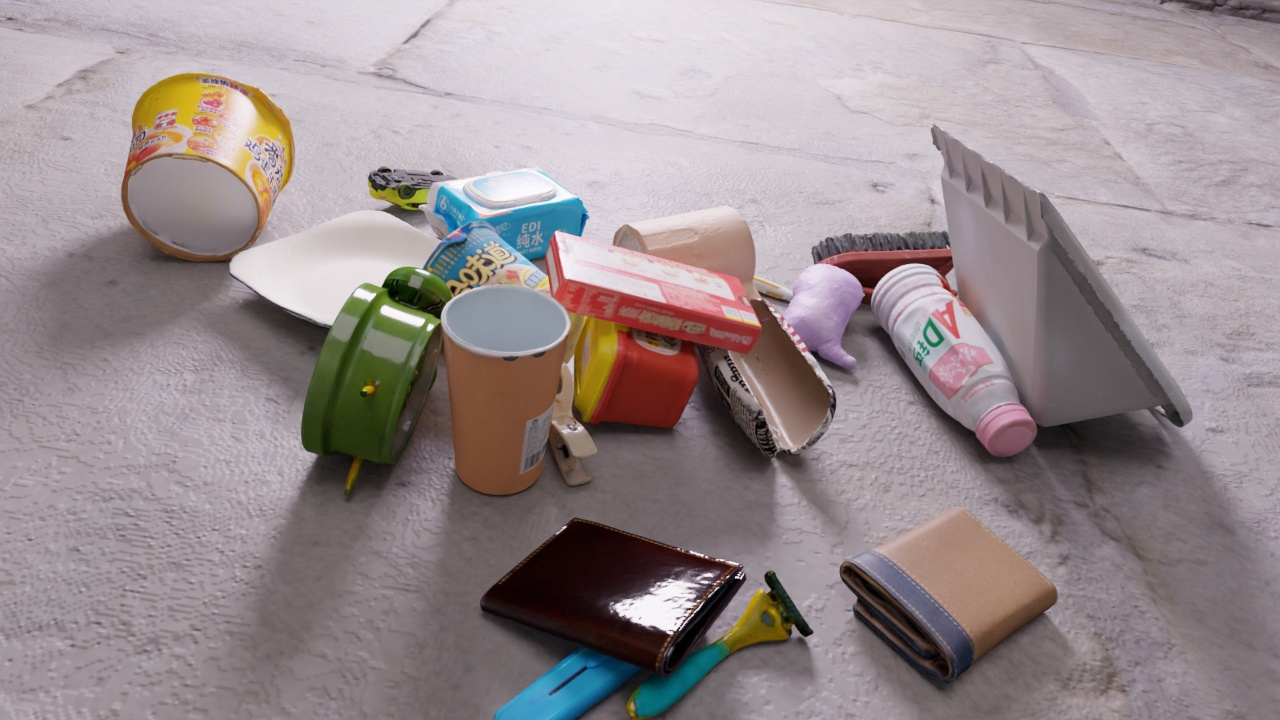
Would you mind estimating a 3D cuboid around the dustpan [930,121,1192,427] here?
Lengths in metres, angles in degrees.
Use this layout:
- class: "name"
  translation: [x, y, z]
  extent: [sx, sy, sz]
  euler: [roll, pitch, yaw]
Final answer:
- class: "dustpan"
  translation: [0.348, -0.059, 0.738]
  extent: [0.143, 0.258, 0.222]
  euler: [-13, 27, 3]

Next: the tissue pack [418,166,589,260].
- class: "tissue pack"
  translation: [-0.127, -0.137, 0.865]
  extent: [0.139, 0.063, 0.090]
  euler: [-18, 43, -34]

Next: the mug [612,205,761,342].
- class: "mug"
  translation: [0.044, -0.072, 0.809]
  extent: [0.103, 0.084, 0.124]
  euler: [-13, 67, -26]

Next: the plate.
- class: "plate"
  translation: [-0.233, -0.068, 0.764]
  extent: [0.164, 0.034, 0.163]
  euler: [26, 39, 28]

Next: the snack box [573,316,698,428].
- class: "snack box"
  translation: [-0.004, 0.004, 0.684]
  extent: [0.080, 0.082, 0.091]
  euler: [15, 34, -15]

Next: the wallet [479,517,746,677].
- class: "wallet"
  translation: [-0.015, 0.129, 0.523]
  extent: [0.122, 0.020, 0.096]
  euler: [10, 26, 31]

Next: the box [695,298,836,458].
- class: "box"
  translation: [0.078, 0.006, 0.698]
  extent: [0.087, 0.076, 0.162]
  euler: [16, 31, -30]

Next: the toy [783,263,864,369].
- class: "toy"
  translation: [0.161, -0.043, 0.806]
  extent: [0.084, 0.039, 0.107]
  euler: [19, 54, 12]

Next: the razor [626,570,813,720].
- class: "razor"
  translation: [0.040, 0.162, 0.504]
  extent: [0.132, 0.028, 0.043]
  euler: [-21, 74, -40]

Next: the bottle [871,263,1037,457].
- class: "bottle"
  translation: [0.258, -0.002, 0.758]
  extent: [0.068, 0.068, 0.196]
  euler: [-1, 40, -14]

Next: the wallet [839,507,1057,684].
- class: "wallet"
  translation: [0.191, 0.140, 0.568]
  extent: [0.115, 0.033, 0.090]
  euler: [-18, 45, -34]

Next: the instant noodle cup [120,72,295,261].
- class: "instant noodle cup"
  translation: [-0.375, -0.160, 0.791]
  extent: [0.138, 0.138, 0.109]
  euler: [0, 43, -12]

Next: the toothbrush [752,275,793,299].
- class: "toothbrush"
  translation: [0.062, -0.095, 0.886]
  extent: [0.191, 0.018, 0.016]
  euler: [21, 38, 18]

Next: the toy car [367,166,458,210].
- class: "toy car"
  translation: [-0.222, -0.171, 0.922]
  extent: [0.105, 0.032, 0.048]
  euler: [-9, 37, -42]

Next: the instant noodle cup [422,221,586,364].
- class: "instant noodle cup"
  translation: [-0.104, -0.039, 0.712]
  extent: [0.110, 0.099, 0.099]
  euler: [34, 41, 19]

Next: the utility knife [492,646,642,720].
- class: "utility knife"
  translation: [-0.036, 0.172, 0.482]
  extent: [0.034, 0.018, 0.190]
  euler: [34, 43, 32]

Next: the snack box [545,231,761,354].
- class: "snack box"
  translation: [0.009, -0.049, 0.667]
  extent: [0.152, 0.026, 0.075]
  euler: [12, 31, -19]

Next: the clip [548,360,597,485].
- class: "clip"
  translation: [-0.062, 0.049, 0.656]
  extent: [0.034, 0.083, 0.104]
  euler: [-10, 61, -27]

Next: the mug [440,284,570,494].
- class: "mug"
  translation: [-0.088, 0.023, 0.591]
  extent: [0.078, 0.123, 0.078]
  euler: [5, 35, -4]

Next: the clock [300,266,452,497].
- class: "clock"
  translation: [-0.169, 0.002, 0.614]
  extent: [0.056, 0.116, 0.160]
  euler: [19, 38, -5]

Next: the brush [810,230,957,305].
- class: "brush"
  translation: [0.231, -0.083, 0.876]
  extent: [0.145, 0.063, 0.069]
  euler: [-2, 66, -14]
